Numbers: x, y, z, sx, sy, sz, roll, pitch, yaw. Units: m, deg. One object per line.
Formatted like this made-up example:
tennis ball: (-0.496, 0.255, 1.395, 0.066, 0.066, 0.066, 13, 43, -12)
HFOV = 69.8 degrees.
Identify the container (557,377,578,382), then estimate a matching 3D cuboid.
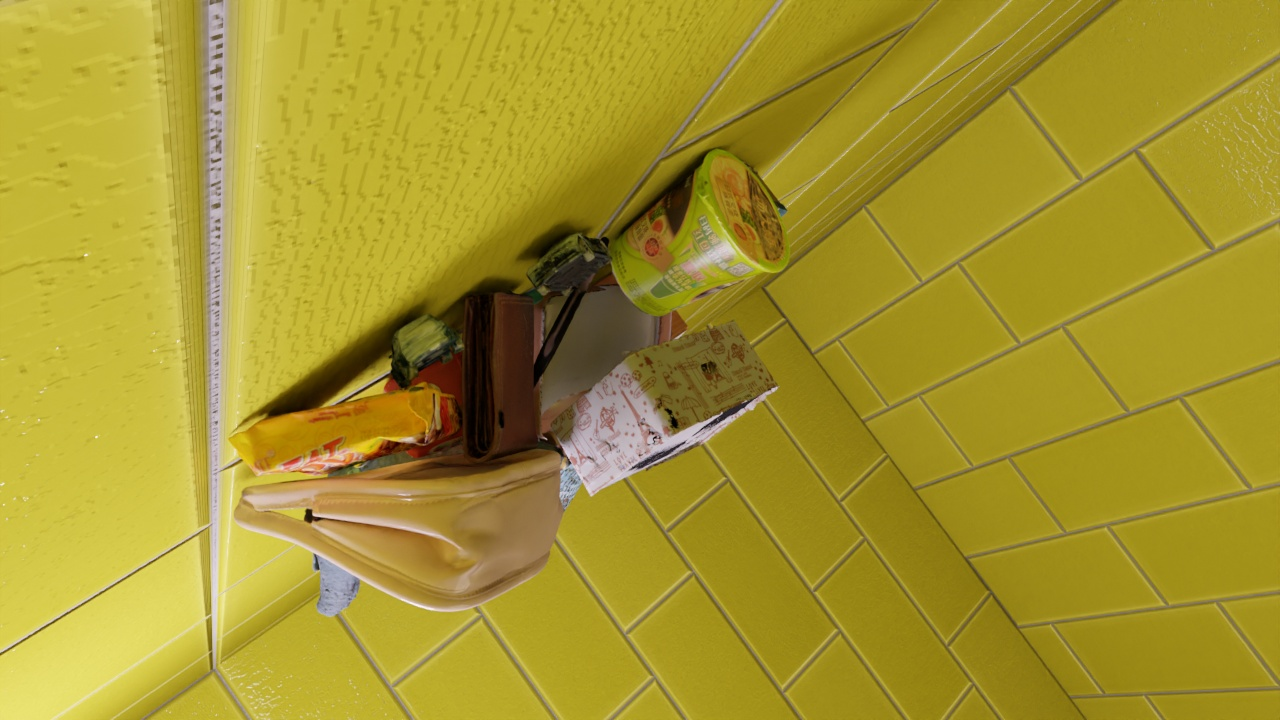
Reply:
container: (-0.114, 0.021, 0.905, 0.090, 0.090, 0.114, -36, 174, -13)

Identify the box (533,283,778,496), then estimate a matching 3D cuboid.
box: (-0.007, 0.004, 0.841, 0.153, 0.178, 0.182, -38, 167, 38)

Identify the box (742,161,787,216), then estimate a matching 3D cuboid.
box: (0.088, -0.145, 0.902, 0.090, 0.061, 0.184, -37, 175, 19)

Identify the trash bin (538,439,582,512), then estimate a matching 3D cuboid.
trash bin: (-0.165, 0.140, 1.227, 0.195, 0.226, 0.226, -51, 173, 17)

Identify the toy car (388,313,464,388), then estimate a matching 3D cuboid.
toy car: (-0.147, -0.007, 0.610, 0.042, 0.034, 0.091, -37, -176, -19)

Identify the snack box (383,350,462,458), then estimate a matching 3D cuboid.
snack box: (-0.161, 0.035, 0.737, 0.080, 0.082, 0.091, -21, 173, -15)

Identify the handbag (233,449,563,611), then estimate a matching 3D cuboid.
handbag: (-0.189, 0.111, 0.689, 0.234, 0.093, 0.193, 4, -179, 15)

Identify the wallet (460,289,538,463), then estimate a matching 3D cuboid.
wallet: (-0.100, 0.011, 0.680, 0.032, 0.124, 0.101, 0, -177, 11)

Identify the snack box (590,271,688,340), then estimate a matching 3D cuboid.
snack box: (-0.016, -0.040, 0.983, 0.077, 0.094, 0.093, -36, 177, -18)

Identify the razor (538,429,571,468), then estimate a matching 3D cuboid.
razor: (-0.067, 0.065, 0.900, 0.068, 0.062, 0.167, -6, -160, 39)

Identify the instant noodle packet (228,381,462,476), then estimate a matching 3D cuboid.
instant noodle packet: (-0.188, 0.047, 0.607, 0.128, 0.044, 0.111, -13, 172, -2)

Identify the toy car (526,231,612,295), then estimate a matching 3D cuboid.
toy car: (-0.053, -0.073, 0.673, 0.049, 0.031, 0.105, -38, 178, 10)

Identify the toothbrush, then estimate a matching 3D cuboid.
toothbrush: (-0.071, -0.018, 0.757, 0.189, 0.014, 0.017, -63, -165, -4)

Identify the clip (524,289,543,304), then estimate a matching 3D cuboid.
clip: (-0.104, -0.041, 0.755, 0.040, 0.014, 0.056, -40, 175, 41)

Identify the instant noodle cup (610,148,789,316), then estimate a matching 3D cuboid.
instant noodle cup: (0.043, -0.097, 0.772, 0.124, 0.111, 0.111, -29, -179, 33)

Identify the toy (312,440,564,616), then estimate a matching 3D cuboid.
toy: (-0.221, 0.132, 0.859, 0.357, 0.138, 0.091, -31, -171, 28)
